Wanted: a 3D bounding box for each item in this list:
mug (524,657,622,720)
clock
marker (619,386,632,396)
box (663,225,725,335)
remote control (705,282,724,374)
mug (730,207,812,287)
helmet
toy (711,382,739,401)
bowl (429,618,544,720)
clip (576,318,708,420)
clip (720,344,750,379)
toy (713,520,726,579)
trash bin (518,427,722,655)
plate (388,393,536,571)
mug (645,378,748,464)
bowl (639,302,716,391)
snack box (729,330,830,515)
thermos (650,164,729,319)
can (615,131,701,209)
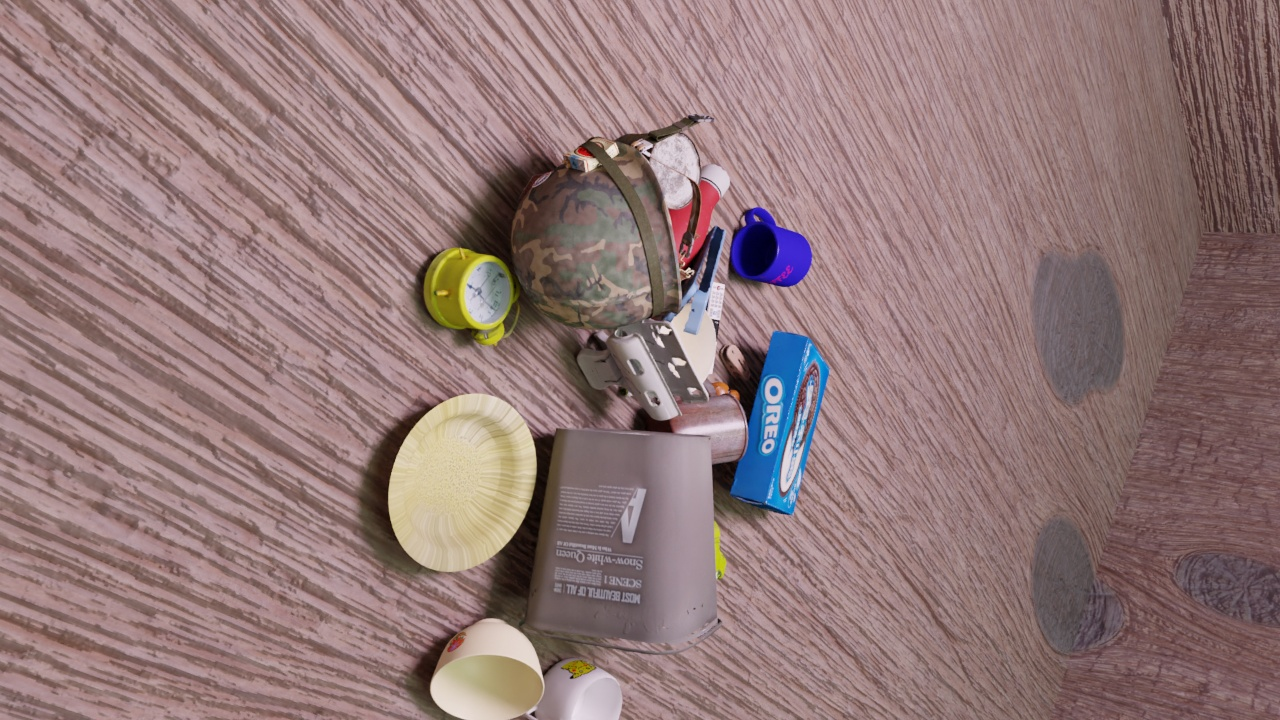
[{"bbox_3d":[-0.083,0.413,1.099,0.115,0.068,0.094,-4,100,-46],"label":"mug"},{"bbox_3d":[-0.165,-0.065,0.936,0.119,0.057,0.083,41,65,-50],"label":"clock"},{"bbox_3d":[0.029,0.033,1.188,0.146,0.017,0.017,-5,101,-47],"label":"marker"},{"bbox_3d":[0.066,-0.107,1.115,0.209,0.052,0.067,-70,176,-58],"label":"box"},{"bbox_3d":[0.094,-0.044,1.247,0.028,0.012,0.124,6,92,-47],"label":"remote control"},{"bbox_3d":[0.178,-0.161,1.277,0.083,0.079,0.111,6,64,-47],"label":"mug"},{"bbox_3d":[-0.022,-0.138,0.963,0.236,0.224,0.193,-16,133,-9],"label":"helmet"},{"bbox_3d":[0.092,0.076,1.252,0.102,0.071,0.090,-4,87,-24],"label":"toy"},{"bbox_3d":[-0.162,0.322,0.987,0.074,0.118,0.118,-97,162,-54],"label":"bowl"},{"bbox_3d":[-0.008,0.010,1.053,0.089,0.151,0.125,-57,134,-39],"label":"clip"},{"bbox_3d":[0.135,0.005,1.287,0.025,0.049,0.061,-46,155,-31],"label":"clip"},{"bbox_3d":[0.090,0.269,1.284,0.094,0.036,0.093,28,73,-39],"label":"toy"},{"bbox_3d":[-0.012,0.190,1.036,0.197,0.198,0.220,10,83,-67],"label":"trash bin"},{"bbox_3d":[-0.191,0.124,0.956,0.184,0.036,0.184,-10,104,-46],"label":"plate"},{"bbox_3d":[0.067,0.076,1.172,0.110,0.096,0.123,-4,70,-29],"label":"mug"},{"bbox_3d":[0.035,-0.018,1.152,0.115,0.063,0.115,-10,104,-46],"label":"bowl"},{"bbox_3d":[0.204,0.096,1.313,0.195,0.056,0.238,34,70,-66],"label":"snack box"},{"bbox_3d":[0.040,-0.151,1.126,0.239,0.073,0.073,-56,132,-25],"label":"thermos"},{"bbox_3d":[0.015,-0.224,1.086,0.089,0.075,0.090,-10,104,-44],"label":"can"}]
